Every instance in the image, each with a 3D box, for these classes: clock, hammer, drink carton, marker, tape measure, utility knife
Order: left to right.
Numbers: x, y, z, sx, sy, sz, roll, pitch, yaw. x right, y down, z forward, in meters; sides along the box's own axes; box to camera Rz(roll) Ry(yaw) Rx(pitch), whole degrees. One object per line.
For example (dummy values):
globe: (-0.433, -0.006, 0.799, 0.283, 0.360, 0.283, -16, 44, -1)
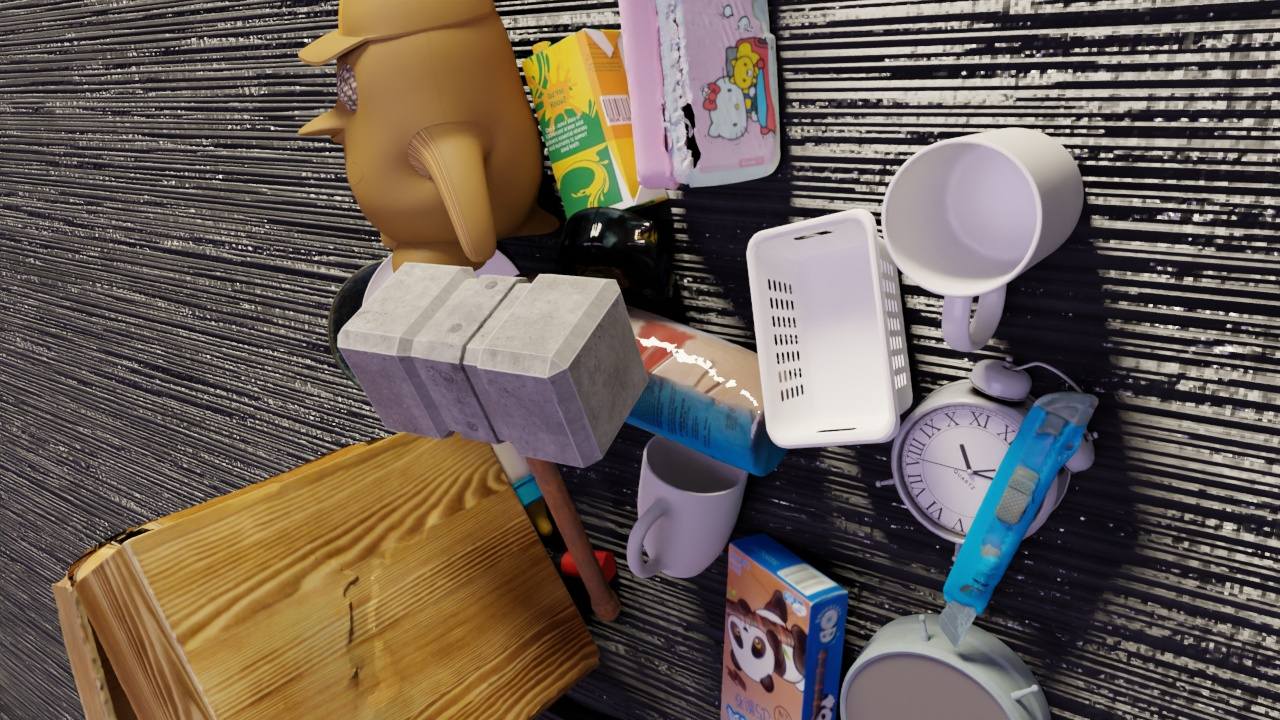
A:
marker: (-0.083, 0.167, 0.774, 0.145, 0.021, 0.023, -2, 81, 37)
hammer: (-0.061, 0.085, 0.627, 0.163, 0.082, 0.318, 8, 136, 27)
drink carton: (-0.032, -0.158, 0.617, 0.058, 0.041, 0.122, -11, 98, 39)
tape measure: (-0.018, -0.069, 0.609, 0.072, 0.071, 0.042, 7, 68, 17)
clock: (0.185, 0.236, 0.581, 0.122, 0.045, 0.160, 30, 119, 27)
clock: (0.197, 0.052, 0.518, 0.094, 0.035, 0.123, 46, 127, 16)
utility knife: (0.198, 0.089, 0.498, 0.031, 0.015, 0.174, 30, 122, 31)

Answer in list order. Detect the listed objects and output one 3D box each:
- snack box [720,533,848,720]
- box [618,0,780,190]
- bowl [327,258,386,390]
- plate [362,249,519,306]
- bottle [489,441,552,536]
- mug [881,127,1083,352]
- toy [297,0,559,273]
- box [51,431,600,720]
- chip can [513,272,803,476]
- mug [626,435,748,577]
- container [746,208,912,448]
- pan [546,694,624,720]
snack box: (0.094, 0.205, 0.626, 0.087, 0.034, 0.151, 30, 123, 55)
box: (0.036, -0.205, 0.539, 0.095, 0.087, 0.202, -4, 104, 8)
bowl: (-0.193, -0.025, 0.758, 0.114, 0.061, 0.114, 0, 90, -2)
plate: (-0.151, -0.032, 0.722, 0.134, 0.011, 0.134, 0, 91, -1)
bottle: (-0.111, 0.079, 0.747, 0.051, 0.051, 0.146, -36, 83, 38)
mug: (0.173, -0.059, 0.464, 0.074, 0.090, 0.110, 12, 111, 34)
toy: (-0.146, -0.170, 0.616, 0.198, 0.162, 0.204, -129, 29, -57)
box: (-0.230, 0.192, 0.657, 0.216, 0.278, 0.257, -29, 87, 38)
chip can: (-0.004, 0.004, 0.629, 0.230, 0.079, 0.080, 21, 116, 30)
mug: (0.022, 0.111, 0.623, 0.071, 0.107, 0.090, 25, 127, 25)
container: (0.114, -0.017, 0.535, 0.081, 0.049, 0.129, -8, 87, 38)
pan: (-0.140, 0.262, 0.819, 0.357, 0.067, 0.209, 10, 110, 27)
